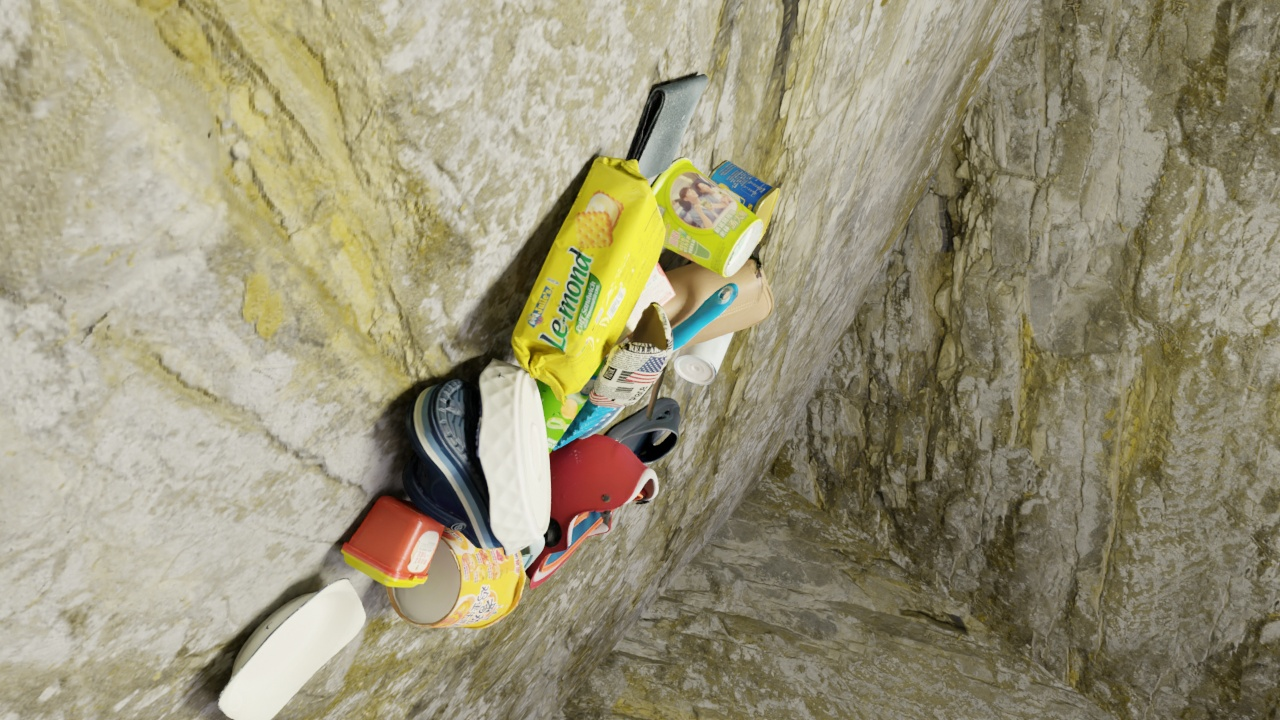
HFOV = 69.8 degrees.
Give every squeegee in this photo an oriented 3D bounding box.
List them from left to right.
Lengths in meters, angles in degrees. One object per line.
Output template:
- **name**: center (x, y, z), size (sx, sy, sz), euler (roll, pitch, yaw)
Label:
- **squeegee**: center (0.061, -0.035, 1.465), size (0.249, 0.040, 0.248), euler (-4, 110, -76)

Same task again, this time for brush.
- **brush**: center (-0.007, 0.007, 1.165), size (0.109, 0.060, 0.315), euler (-3, 144, -51)

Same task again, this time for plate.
- **plate**: center (-0.361, 0.294, 0.941), size (0.163, 0.034, 0.164), euler (-46, 161, -29)
- **plate**: center (-0.129, 0.099, 0.963), size (0.205, 0.045, 0.205), euler (7, 77, -89)

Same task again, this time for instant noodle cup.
- **instant noodle cup**: center (-0.225, 0.254, 1.088), size (0.138, 0.138, 0.109), euler (-57, 156, 7)
- **instant noodle cup**: center (0.076, -0.163, 1.097), size (0.111, 0.123, 0.112), euler (-48, 163, -21)

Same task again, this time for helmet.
- **helmet**: center (-0.102, 0.195, 1.293), size (0.240, 0.144, 0.206), euler (-42, 167, 11)

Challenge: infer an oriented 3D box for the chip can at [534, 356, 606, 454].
- **chip can**: center (-0.128, 0.079, 1.104), size (0.236, 0.072, 0.072), euler (-55, 164, 0)

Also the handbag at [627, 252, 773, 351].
- **handbag**: center (0.075, -0.081, 1.230), size (0.204, 0.099, 0.148), euler (-18, 159, -9)

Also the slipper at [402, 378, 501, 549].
- **slipper**: center (-0.196, 0.113, 0.956), size (0.253, 0.095, 0.105), euler (77, 4, -50)

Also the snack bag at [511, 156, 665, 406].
- **snack bag**: center (-0.047, -0.079, 0.947), size (0.246, 0.068, 0.158), euler (-65, 166, -9)

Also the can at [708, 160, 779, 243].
- **can**: center (0.129, -0.206, 1.233), size (0.057, 0.083, 0.102), euler (-42, 160, -35)

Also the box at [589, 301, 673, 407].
- **box**: center (-0.015, 0.002, 1.033), size (0.086, 0.075, 0.163), euler (-18, 163, -24)

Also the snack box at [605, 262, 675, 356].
- **snack box**: center (-0.027, -0.069, 1.083), size (0.027, 0.077, 0.155), euler (-12, -156, 50)

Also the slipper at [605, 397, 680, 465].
- **slipper**: center (0.011, 0.145, 1.608), size (0.111, 0.083, 0.267), euler (-60, 162, 23)

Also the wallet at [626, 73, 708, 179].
- **wallet**: center (0.025, -0.245, 0.985), size (0.097, 0.019, 0.121), euler (-35, 157, -50)

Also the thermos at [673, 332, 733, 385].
- **thermos**: center (0.119, -0.067, 1.432), size (0.073, 0.073, 0.223), euler (103, 11, -53)

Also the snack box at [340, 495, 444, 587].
- **snack box**: center (-0.253, 0.190, 0.962), size (0.080, 0.082, 0.091), euler (-62, 166, -9)

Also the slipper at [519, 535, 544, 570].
- **slipper**: center (-0.205, 0.266, 1.216), size (0.074, 0.104, 0.246), euler (-35, 161, -44)
